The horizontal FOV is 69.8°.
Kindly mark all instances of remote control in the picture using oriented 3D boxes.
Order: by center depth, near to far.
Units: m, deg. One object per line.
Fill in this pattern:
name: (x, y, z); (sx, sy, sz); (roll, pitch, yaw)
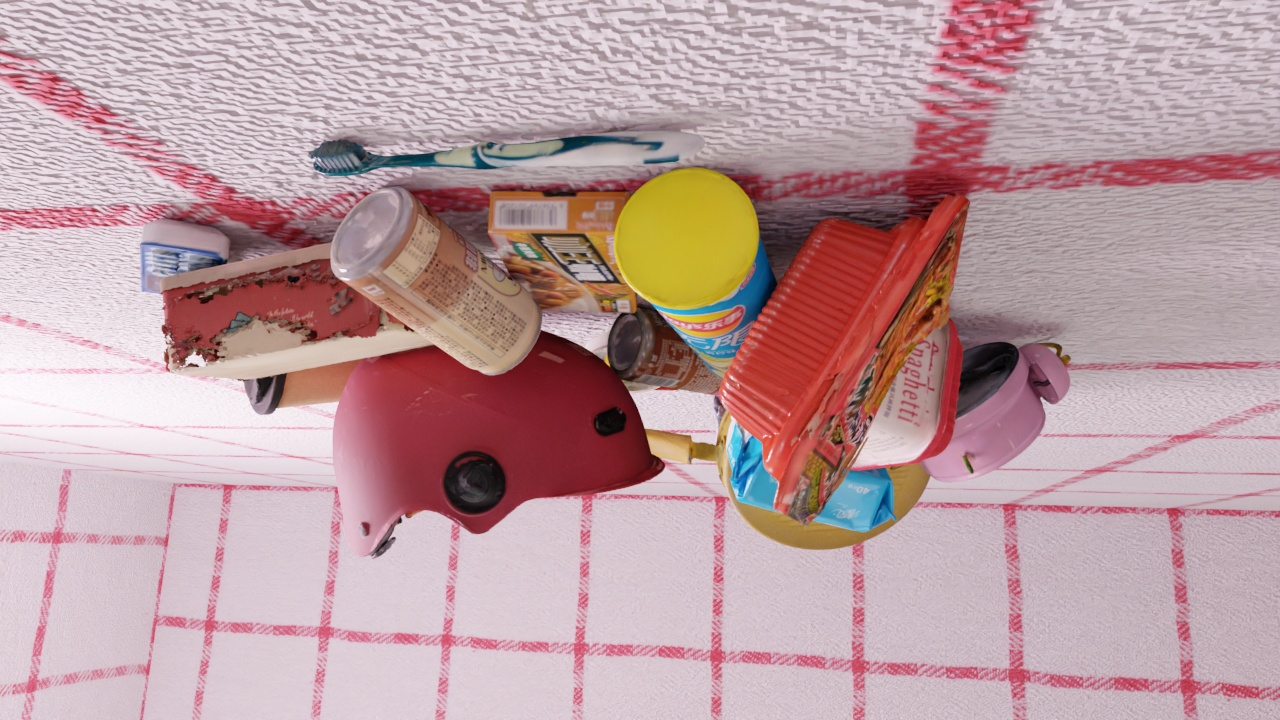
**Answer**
remote control: (-0.297, -0.063, 0.595); (0.049, 0.024, 0.125); (9, 165, -27)

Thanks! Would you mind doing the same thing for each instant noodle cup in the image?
instant noodle cup: (0.111, -0.004, 0.516); (0.079, 0.188, 0.164); (31, 176, 19)
instant noodle cup: (0.153, 0.011, 0.672); (0.124, 0.116, 0.117); (20, 162, -22)

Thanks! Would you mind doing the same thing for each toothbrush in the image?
toothbrush: (-0.066, -0.097, 0.421); (0.192, 0.016, 0.018); (0, 157, 13)

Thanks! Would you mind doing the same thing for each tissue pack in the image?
tissue pack: (0.139, 0.089, 0.761); (0.140, 0.063, 0.089); (14, -154, -8)

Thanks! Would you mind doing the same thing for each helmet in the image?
helmet: (-0.112, 0.038, 0.668); (0.240, 0.144, 0.206); (-11, -174, 11)

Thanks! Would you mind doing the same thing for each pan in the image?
pan: (0.089, 0.082, 0.852); (0.357, 0.198, 0.078); (-2, -154, 0)

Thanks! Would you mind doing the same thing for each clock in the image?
clock: (0.270, 0.031, 0.727); (0.158, 0.060, 0.117); (-41, -170, -20)

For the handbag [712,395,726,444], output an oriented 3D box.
handbag: (0.169, 0.051, 0.916); (0.194, 0.075, 0.134); (0, 163, 4)

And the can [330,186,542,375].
can: (-0.111, -0.042, 0.513); (0.059, 0.058, 0.116); (-6, 148, 35)

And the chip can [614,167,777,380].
chip can: (0.048, -0.038, 0.538); (0.071, 0.071, 0.210); (-1, 167, 15)

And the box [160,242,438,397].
box: (-0.209, -0.022, 0.579); (0.168, 0.076, 0.091); (-10, 173, 15)

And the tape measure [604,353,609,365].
tape measure: (-0.005, 0.005, 0.841); (0.057, 0.029, 0.060); (4, 168, -11)

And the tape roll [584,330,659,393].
tape roll: (-0.009, 0.001, 0.790); (0.086, 0.013, 0.086); (-2, 147, -1)

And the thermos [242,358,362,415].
thermos: (-0.247, -0.004, 0.728); (0.143, 0.093, 0.093); (1, 171, -37)

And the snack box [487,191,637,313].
snack box: (-0.041, -0.061, 0.550); (0.075, 0.026, 0.154); (2, 167, 2)

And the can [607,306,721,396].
can: (0.048, -0.003, 0.727); (0.147, 0.058, 0.058); (10, 165, -33)

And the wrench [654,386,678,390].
wrench: (-0.057, 0.003, 0.875); (0.056, 0.016, 0.273); (-8, 163, 42)
